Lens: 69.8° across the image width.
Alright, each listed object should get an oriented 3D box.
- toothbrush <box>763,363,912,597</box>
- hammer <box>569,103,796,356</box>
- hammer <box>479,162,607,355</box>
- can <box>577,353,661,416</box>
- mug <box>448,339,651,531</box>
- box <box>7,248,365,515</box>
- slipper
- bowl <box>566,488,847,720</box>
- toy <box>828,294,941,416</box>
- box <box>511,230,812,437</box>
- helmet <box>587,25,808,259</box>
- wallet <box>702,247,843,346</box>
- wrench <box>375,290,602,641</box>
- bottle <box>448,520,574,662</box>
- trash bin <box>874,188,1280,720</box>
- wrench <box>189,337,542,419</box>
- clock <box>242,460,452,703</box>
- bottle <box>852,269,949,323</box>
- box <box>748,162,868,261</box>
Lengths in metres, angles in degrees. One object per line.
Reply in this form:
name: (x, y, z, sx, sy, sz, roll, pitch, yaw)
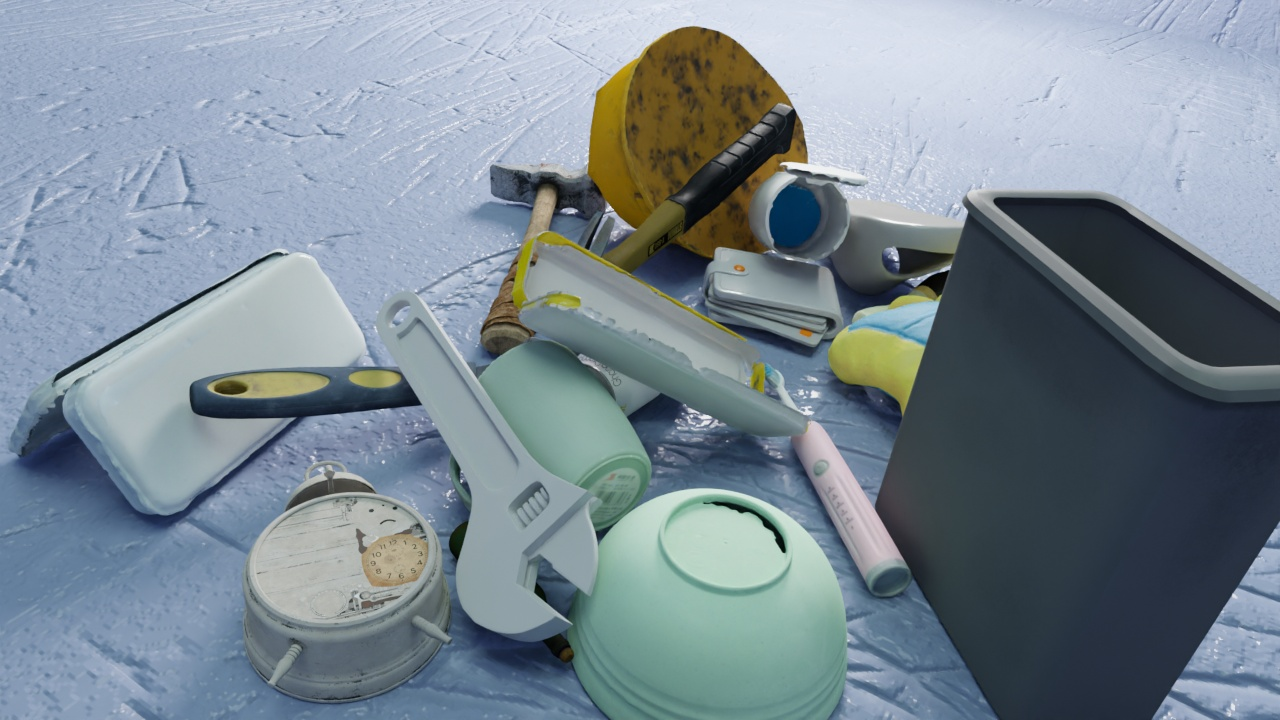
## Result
toothbrush: (0.121, 0.067, 0.614, 0.027, 0.026, 0.222, -37, 34, 11)
hammer: (0.042, -0.131, 0.761, 0.025, 0.118, 0.331, 28, 50, 22)
hammer: (-0.098, -0.102, 0.824, 0.121, 0.049, 0.318, 4, 35, 0)
can: (-0.004, 0.004, 0.663, 0.055, 0.055, 0.101, 27, 38, 28)
mug: (-0.059, 0.056, 0.556, 0.111, 0.084, 0.104, -28, 48, -19)
box: (-0.301, 0.009, 0.608, 0.127, 0.106, 0.214, -11, 23, 28)
slipper: (0.225, -0.106, 0.869, 0.113, 0.081, 0.265, 5, 15, -11)
bowl: (0.039, 0.119, 0.474, 0.151, 0.077, 0.150, 5, 34, -3)
toy: (0.258, -0.009, 0.706, 0.213, 0.084, 0.149, -13, 39, -24)
box: (0.013, -0.007, 0.605, 0.209, 0.057, 0.117, 28, 18, -28)
helmet: (0.034, -0.200, 0.887, 0.132, 0.205, 0.255, 4, -4, 44)
wallet: (0.113, -0.051, 0.788, 0.118, 0.038, 0.115, 10, 33, -1)
wrench: (-0.105, 0.046, 0.531, 0.086, 0.018, 0.273, -43, 50, 0)
bottle: (-0.068, 0.124, 0.493, 0.025, 0.025, 0.106, -19, 41, -34)
trash bin: (0.221, 0.048, 0.481, 0.097, 0.220, 0.191, -2, 34, -13)
wrench: (-0.148, 0.016, 0.607, 0.272, 0.022, 0.073, -2, 49, -33)
clock: (-0.157, 0.100, 0.481, 0.103, 0.061, 0.156, -8, 38, -22)
bottle: (0.256, -0.052, 0.804, 0.184, 0.045, 0.045, -16, 39, -31)
box: (0.140, -0.131, 0.793, 0.083, 0.092, 0.166, 16, 13, -6)
